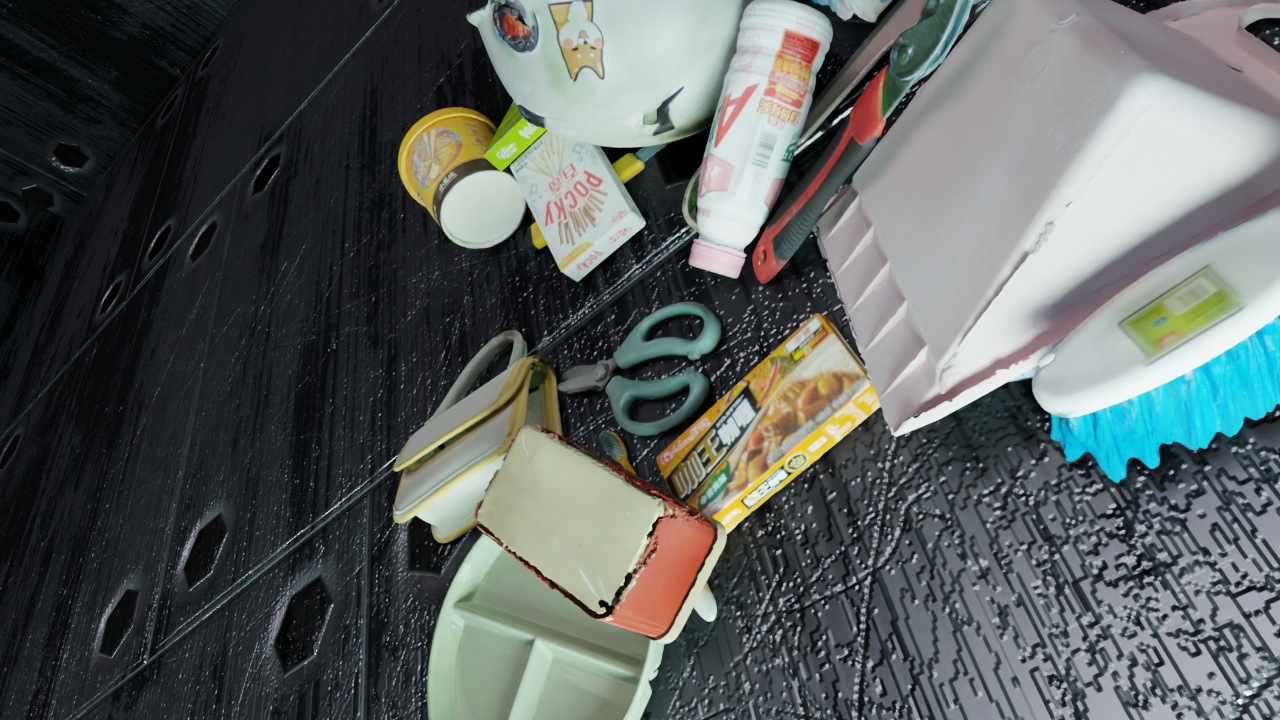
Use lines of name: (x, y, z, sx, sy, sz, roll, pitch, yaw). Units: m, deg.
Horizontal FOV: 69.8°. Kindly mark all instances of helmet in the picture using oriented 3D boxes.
helmet: (-0.006, -0.259, 0.777, 0.275, 0.229, 0.157, -9, 100, 36)

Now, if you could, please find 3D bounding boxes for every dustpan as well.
dustpan: (0.241, -0.094, 0.514, 0.222, 0.138, 0.274, -93, 27, -47)

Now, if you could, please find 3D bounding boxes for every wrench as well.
wrench: (0.130, -0.141, 0.580, 0.274, 0.016, 0.056, 118, 144, -49)

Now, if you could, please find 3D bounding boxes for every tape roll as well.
tape roll: (0.072, -0.140, 0.746, 0.086, 0.014, 0.085, -26, 48, 33)

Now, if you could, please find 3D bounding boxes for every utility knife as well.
utility knife: (-0.041, -0.160, 0.874, 0.196, 0.015, 0.033, -32, 52, 26)

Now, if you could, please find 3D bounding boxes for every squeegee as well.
squeegee: (0.198, -0.232, 0.598, 0.248, 0.040, 0.249, -48, 5, 10)

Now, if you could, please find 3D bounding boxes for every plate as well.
plate: (-0.069, 0.198, 0.654, 0.231, 0.027, 0.229, -25, 49, 32)

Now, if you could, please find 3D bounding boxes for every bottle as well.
bottle: (0.082, -0.160, 0.680, 0.068, 0.068, 0.197, 25, 101, 51)

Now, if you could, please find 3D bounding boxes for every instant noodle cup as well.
instant noodle cup: (-0.182, -0.187, 0.966, 0.118, 0.118, 0.114, -46, 49, 13)

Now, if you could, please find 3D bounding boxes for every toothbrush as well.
toothbrush: (0.008, 0.108, 0.641, 0.016, 0.018, 0.191, -49, 40, 13)

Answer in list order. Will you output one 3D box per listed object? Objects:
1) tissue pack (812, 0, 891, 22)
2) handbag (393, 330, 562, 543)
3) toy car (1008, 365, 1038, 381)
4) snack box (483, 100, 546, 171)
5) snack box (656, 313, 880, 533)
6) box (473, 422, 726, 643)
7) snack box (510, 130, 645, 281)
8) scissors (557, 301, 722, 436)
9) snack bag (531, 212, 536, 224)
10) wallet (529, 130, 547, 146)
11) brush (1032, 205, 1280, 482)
tissue pack: (0.187, -0.334, 0.718, 0.140, 0.063, 0.090, -48, 40, 12)
handbag: (-0.148, 0.052, 0.812, 0.164, 0.063, 0.178, -33, 41, 25)
toy car: (0.204, -0.007, 0.504, 0.091, 0.034, 0.042, -13, 59, 38)
snack box: (-0.108, -0.259, 0.938, 0.086, 0.026, 0.156, -36, 26, 28)
snack box: (0.081, 0.045, 0.602, 0.154, 0.026, 0.075, -44, 41, 17)
box: (-0.036, 0.103, 0.599, 0.168, 0.080, 0.091, 21, 81, 50)
snack box: (-0.062, -0.156, 0.857, 0.085, 0.027, 0.156, -39, 54, 16)
scissors: (-0.010, 0.027, 0.717, 0.186, 0.019, 0.131, -28, 47, 33)
snack bag: (-0.088, -0.189, 0.931, 0.104, 0.026, 0.048, -64, 11, -12)
wallet: (-0.094, -0.275, 1.004, 0.097, 0.019, 0.121, -51, 36, 7)
brush: (0.304, -0.061, 0.381, 0.315, 0.109, 0.060, -37, 42, 20)
